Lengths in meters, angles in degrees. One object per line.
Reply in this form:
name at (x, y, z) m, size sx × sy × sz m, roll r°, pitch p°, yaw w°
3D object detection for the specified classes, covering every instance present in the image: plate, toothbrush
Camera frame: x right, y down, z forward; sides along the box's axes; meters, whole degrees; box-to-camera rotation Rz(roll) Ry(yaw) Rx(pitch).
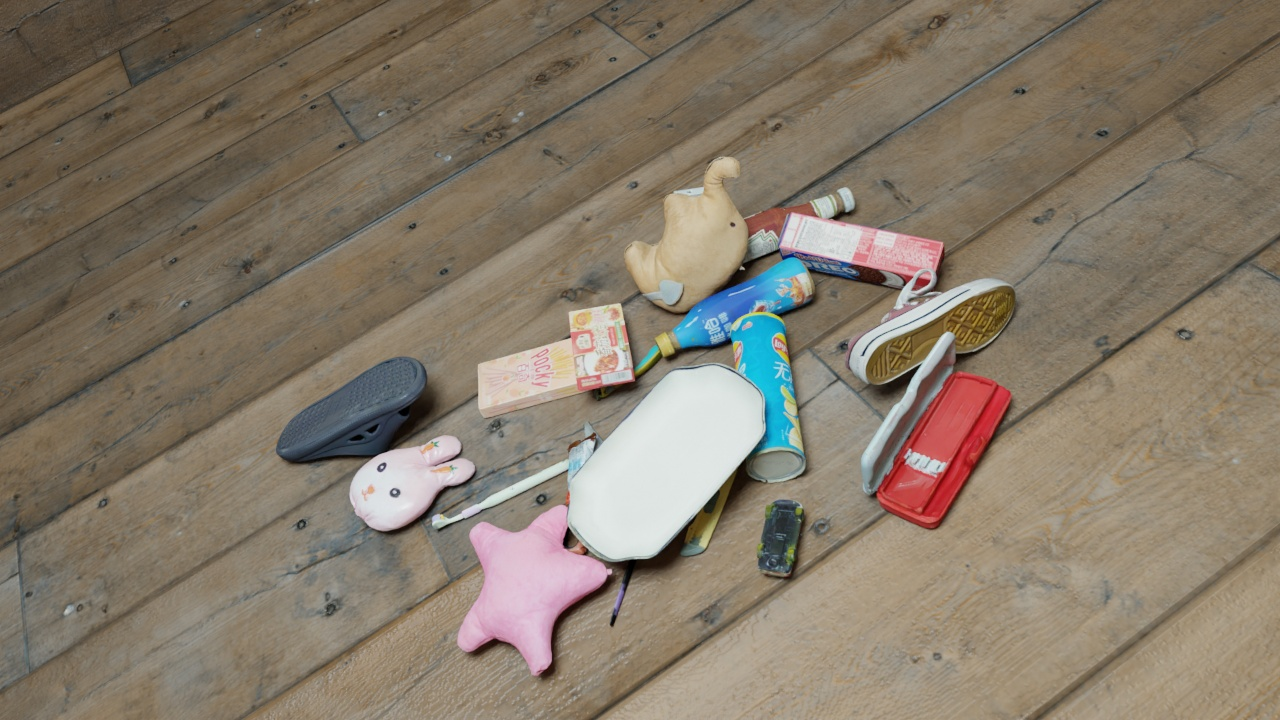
plate at (0.032, 0.118, 1.050) m, size 0.265 × 0.034 × 0.162 m, roll -48°, pitch 50°, yaw -11°
toothbrush at (-0.174, 0.168, 1.157) m, size 0.189 × 0.029 × 0.020 m, roll -24°, pitch 90°, yaw -3°
toothbrush at (-0.002, 0.218, 1.060) m, size 0.017 × 0.014 × 0.188 m, roll 2°, pitch 53°, yaw 27°

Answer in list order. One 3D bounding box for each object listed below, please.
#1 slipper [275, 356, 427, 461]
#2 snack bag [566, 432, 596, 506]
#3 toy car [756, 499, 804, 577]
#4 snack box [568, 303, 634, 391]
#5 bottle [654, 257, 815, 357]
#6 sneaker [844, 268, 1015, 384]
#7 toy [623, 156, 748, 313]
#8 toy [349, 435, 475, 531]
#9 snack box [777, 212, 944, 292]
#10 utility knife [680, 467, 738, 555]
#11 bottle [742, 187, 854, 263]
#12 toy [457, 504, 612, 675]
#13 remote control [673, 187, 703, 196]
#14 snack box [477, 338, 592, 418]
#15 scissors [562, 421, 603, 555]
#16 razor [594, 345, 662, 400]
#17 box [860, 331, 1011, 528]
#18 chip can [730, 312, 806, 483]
slipper at (-0.385, 0.081, 1.272) m, size 0.269 × 0.083 × 0.110 m, roll -24°, pitch 37°, yaw 22°
snack bag at (-0.073, 0.133, 1.126) m, size 0.045 × 0.026 × 0.105 m, roll -30°, pitch 37°, yaw 22°
toy car at (0.155, 0.195, 1.010) m, size 0.042 × 0.035 × 0.090 m, roll 4°, pitch 53°, yaw 20°
snack box at (-0.053, -0.020, 1.222) m, size 0.075 × 0.025 × 0.152 m, roll -10°, pitch 37°, yaw -1°
bottle at (0.122, -0.065, 1.215) m, size 0.218 × 0.065 × 0.065 m, roll -25°, pitch 48°, yaw -2°
sneaker at (0.336, -0.047, 1.096) m, size 0.240 × 0.118 × 0.088 m, roll -22°, pitch 36°, yaw -17°
toy at (0.081, -0.165, 1.237) m, size 0.226 × 0.143 × 0.082 m, roll -51°, pitch 7°, yaw 23°
toy at (-0.299, 0.154, 1.193) m, size 0.159 × 0.054 × 0.121 m, roll -30°, pitch 49°, yaw -17°
snack box at (0.288, -0.142, 1.207) m, size 0.208 × 0.057 × 0.058 m, roll 16°, pitch 77°, yaw 22°
utility knife at (0.090, 0.154, 1.084) m, size 0.031 × 0.019 × 0.178 m, roll 13°, pitch 53°, yaw 21°
bottle at (0.202, -0.192, 1.298) m, size 0.206 × 0.060 × 0.059 m, roll -22°, pitch 48°, yaw 0°
toy at (-0.119, 0.256, 1.029) m, size 0.179 × 0.075 × 0.194 m, roll -10°, pitch 53°, yaw 12°
remote control at (0.082, -0.201, 1.301) m, size 0.049 × 0.125 × 0.024 m, roll -8°, pitch 60°, yaw 11°
snack box at (-0.146, 0.022, 1.262) m, size 0.157 × 0.026 × 0.084 m, roll -16°, pitch 49°, yaw 7°
scissors at (-0.038, 0.150, 1.120) m, size 0.189 × 0.015 × 0.225 m, roll -40°, pitch 42°, yaw -7°
razor at (-0.007, 0.007, 1.225) m, size 0.132 × 0.043 × 0.028 m, roll -34°, pitch 58°, yaw -19°
box at (0.328, 0.074, 1.008) m, size 0.095 × 0.100 × 0.200 m, roll 24°, pitch 63°, yaw 33°
chip can at (0.153, 0.041, 1.113) m, size 0.071 × 0.071 × 0.209 m, roll -10°, pitch 49°, yaw 11°
